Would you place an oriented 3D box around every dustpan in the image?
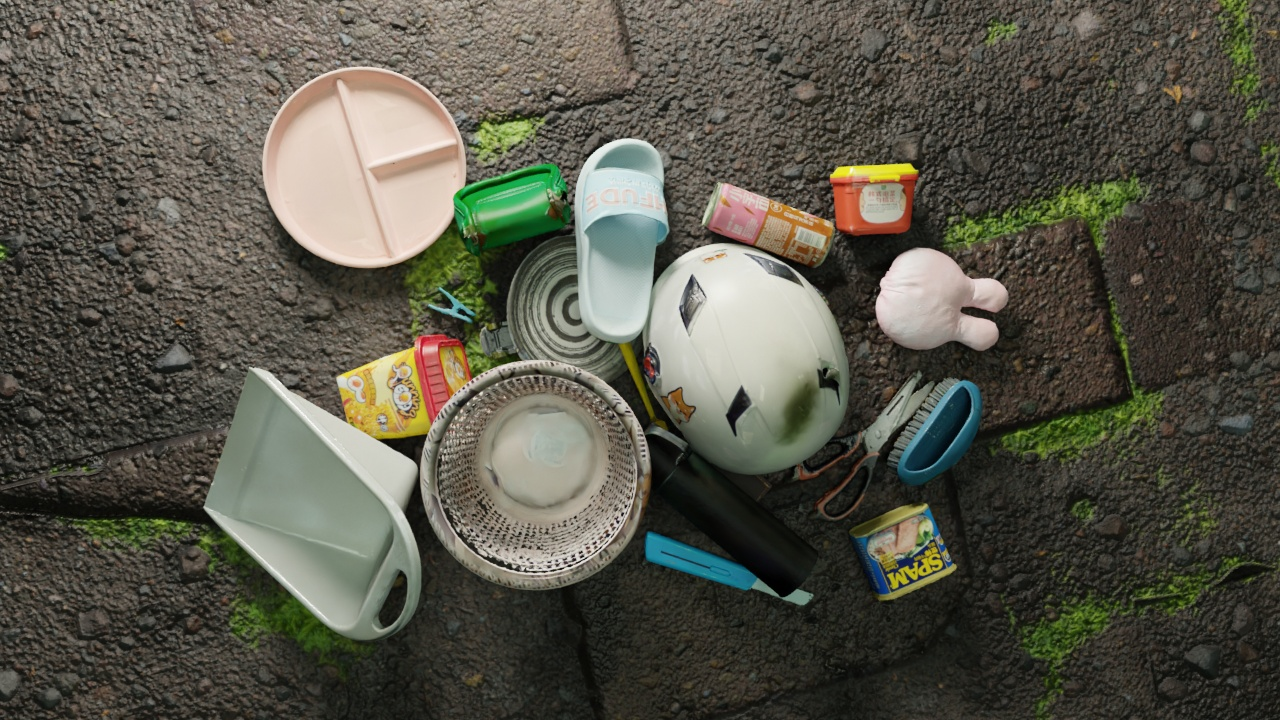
[{"bbox_3d":[-0.344,0.174,0.970,0.257,0.142,0.223,25,118,-11],"label":"dustpan"}]

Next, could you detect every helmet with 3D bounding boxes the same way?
[{"bbox_3d":[0.128,-0.001,1.013,0.230,0.157,0.274,-21,96,-10],"label":"helmet"}]

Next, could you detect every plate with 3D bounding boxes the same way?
[{"bbox_3d":[-0.316,-0.221,1.060,0.229,0.028,0.229,0,91,-4],"label":"plate"},{"bbox_3d":[-0.074,-0.055,1.060,0.179,0.024,0.179,1,88,-28],"label":"plate"}]

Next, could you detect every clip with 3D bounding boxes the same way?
[{"bbox_3d":[-0.219,-0.061,1.075,0.055,0.013,0.038,31,89,-2],"label":"clip"}]

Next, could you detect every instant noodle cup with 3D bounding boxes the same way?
[{"bbox_3d":[-0.261,0.038,1.029,0.124,0.116,0.116,-13,91,8],"label":"instant noodle cup"}]

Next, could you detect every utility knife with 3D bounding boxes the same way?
[{"bbox_3d":[0.105,0.253,1.096,0.216,0.018,0.034,19,88,-5],"label":"utility knife"}]

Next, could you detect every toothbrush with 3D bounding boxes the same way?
[{"bbox_3d":[-0.006,0.006,1.069,0.015,0.017,0.190,-26,101,-28],"label":"toothbrush"}]

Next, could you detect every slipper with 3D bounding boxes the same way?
[{"bbox_3d":[-0.020,-0.141,1.031,0.104,0.074,0.245,10,75,-21],"label":"slipper"}]

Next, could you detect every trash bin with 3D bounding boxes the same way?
[{"bbox_3d":[-0.108,0.113,0.992,0.227,0.192,0.227,0,90,-4],"label":"trash bin"}]

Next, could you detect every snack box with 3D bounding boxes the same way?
[{"bbox_3d":[0.274,-0.188,1.077,0.091,0.082,0.080,-3,100,-3],"label":"snack box"}]

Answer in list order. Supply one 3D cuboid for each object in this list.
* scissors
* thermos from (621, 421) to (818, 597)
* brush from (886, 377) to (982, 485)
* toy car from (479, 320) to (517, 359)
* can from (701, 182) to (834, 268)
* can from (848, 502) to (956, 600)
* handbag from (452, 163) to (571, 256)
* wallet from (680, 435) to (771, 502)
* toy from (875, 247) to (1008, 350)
[{"bbox_3d":[0.264,0.095,1.107,0.204,0.015,0.202,2,90,-3],"label":"scissors"},{"bbox_3d":[0.091,0.165,1.038,0.242,0.090,0.068,39,62,-2],"label":"thermos"},{"bbox_3d":[0.355,0.087,1.082,0.055,0.073,0.144,37,89,-29],"label":"brush"},{"bbox_3d":[-0.141,-0.028,1.068,0.090,0.035,0.042,-13,90,-6],"label":"toy car"},{"bbox_3d":[0.150,-0.159,1.077,0.147,0.058,0.058,20,89,-4],"label":"can"},{"bbox_3d":[0.309,0.225,1.091,0.102,0.057,0.083,-23,89,-4],"label":"can"},{"bbox_3d":[-0.142,-0.168,1.024,0.131,0.120,0.068,-18,111,-6],"label":"handbag"},{"bbox_3d":[0.083,0.144,1.094,0.122,0.020,0.096,43,84,-3],"label":"wallet"},{"bbox_3d":[0.358,-0.067,1.095,0.159,0.054,0.121,16,90,-9],"label":"toy"}]
